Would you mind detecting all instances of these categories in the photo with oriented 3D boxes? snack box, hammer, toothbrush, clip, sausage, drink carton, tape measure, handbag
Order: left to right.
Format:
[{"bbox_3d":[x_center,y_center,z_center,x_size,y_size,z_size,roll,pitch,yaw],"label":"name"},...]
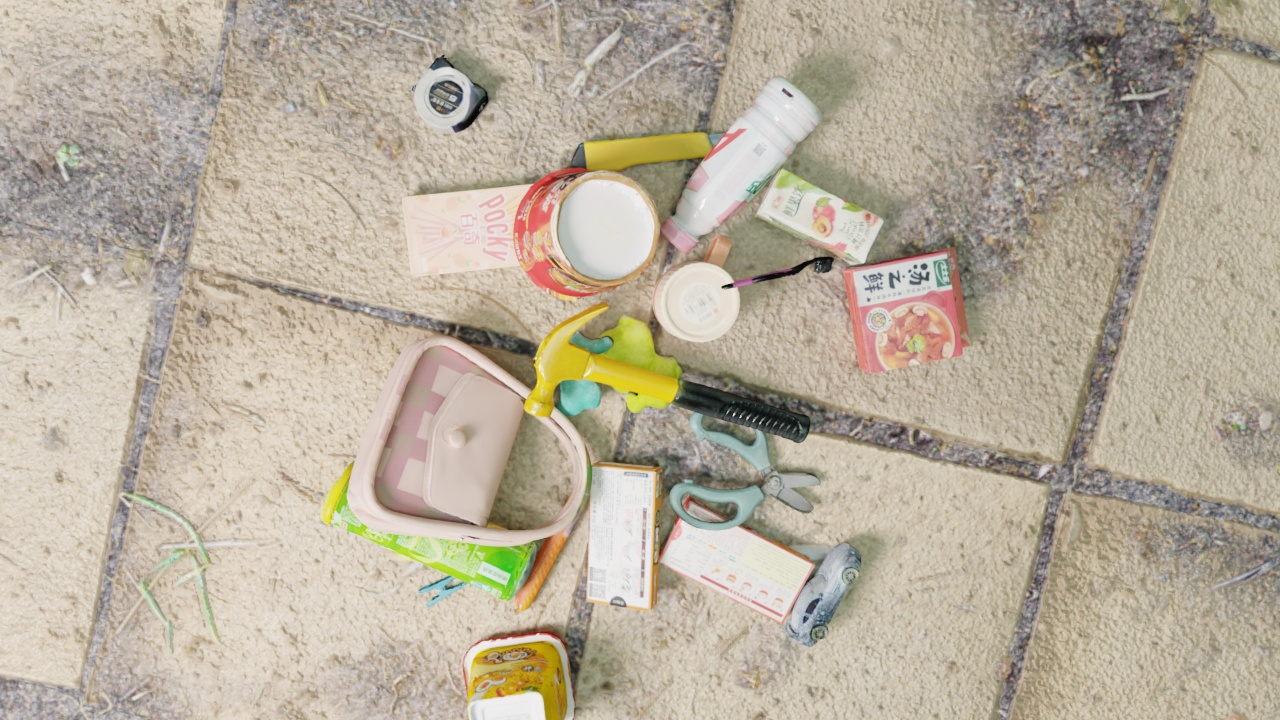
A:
[{"bbox_3d":[-0.214,0.248,1.001,0.057,0.014,0.047,-29,93,2],"label":"clip"},{"bbox_3d":[-0.199,-0.269,0.947,0.066,0.033,0.066,40,90,-3],"label":"tape measure"},{"bbox_3d":[-0.166,-0.137,0.963,0.157,0.026,0.084,-6,95,-1],"label":"snack box"},{"bbox_3d":[-0.161,0.099,0.934,0.234,0.094,0.193,22,67,-16],"label":"handbag"},{"bbox_3d":[-0.097,0.205,0.998,0.021,0.021,0.165,29,93,-4],"label":"sausage"},{"bbox_3d":[-0.018,0.188,0.985,0.075,0.026,0.154,4,95,19],"label":"snack box"},{"bbox_3d":[0.037,0.031,0.950,0.300,0.033,0.129,17,99,-14],"label":"hammer"},{"bbox_3d":[0.104,0.218,1.003,0.156,0.027,0.077,28,93,-4],"label":"snack box"},{"bbox_3d":[0.142,-0.085,0.927,0.188,0.014,0.018,-18,115,-44],"label":"toothbrush"},{"bbox_3d":[0.186,-0.150,0.965,0.122,0.045,0.053,25,88,-5],"label":"drink carton"},{"bbox_3d":[0.290,-0.054,0.977,0.127,0.044,0.113,-12,95,-1],"label":"snack box"}]

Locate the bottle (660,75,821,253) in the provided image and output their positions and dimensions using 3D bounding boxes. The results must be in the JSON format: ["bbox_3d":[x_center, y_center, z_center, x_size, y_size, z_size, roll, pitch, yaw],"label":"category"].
[{"bbox_3d":[0.097,-0.196,0.943,0.068,0.068,0.197,41,102,-5],"label":"bottle"}]

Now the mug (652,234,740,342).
[{"bbox_3d":[0.063,-0.074,0.937,0.081,0.106,0.114,25,94,-4],"label":"mug"}]

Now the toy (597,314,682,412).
[{"bbox_3d":[-0.006,0.006,0.979,0.100,0.031,0.097,20,96,-4],"label":"toy"}]

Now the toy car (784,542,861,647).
[{"bbox_3d":[0.198,0.252,0.996,0.037,0.054,0.120,30,93,-6],"label":"toy car"}]

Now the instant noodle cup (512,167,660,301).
[{"bbox_3d":[-0.049,-0.129,0.909,0.137,0.109,0.138,-1,94,-19],"label":"instant noodle cup"}]

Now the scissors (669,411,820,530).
[{"bbox_3d":[0.107,0.137,0.987,0.177,0.019,0.170,37,77,-6],"label":"scissors"}]

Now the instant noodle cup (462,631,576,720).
[{"bbox_3d":[-0.130,0.359,0.959,0.116,0.123,0.116,-8,95,-2],"label":"instant noodle cup"}]

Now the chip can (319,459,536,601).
[{"bbox_3d":[-0.218,0.181,0.966,0.221,0.072,0.072,25,93,-4],"label":"chip can"}]

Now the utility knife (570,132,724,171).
[{"bbox_3d":[0.033,-0.222,0.968,0.216,0.015,0.033,-6,113,-4],"label":"utility knife"}]

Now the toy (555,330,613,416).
[{"bbox_3d":[-0.065,0.010,0.970,0.097,0.030,0.092,-16,87,30],"label":"toy"}]
